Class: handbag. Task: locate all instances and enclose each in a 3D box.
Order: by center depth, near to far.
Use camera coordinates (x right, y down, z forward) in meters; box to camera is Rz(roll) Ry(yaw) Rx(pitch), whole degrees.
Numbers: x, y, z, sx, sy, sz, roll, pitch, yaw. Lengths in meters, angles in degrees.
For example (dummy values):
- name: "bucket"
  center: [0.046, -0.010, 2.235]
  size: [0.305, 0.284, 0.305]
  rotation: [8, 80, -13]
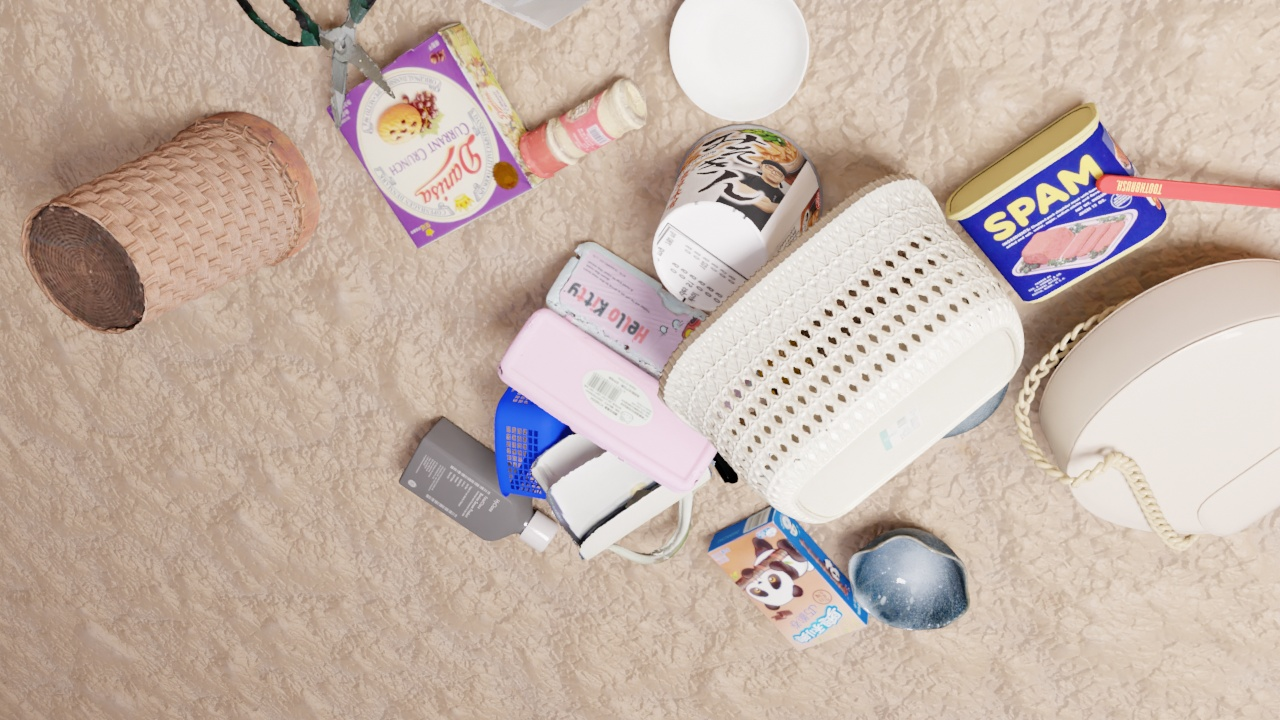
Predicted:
- name: "handbag"
  center: [0.403, 0.038, 0.643]
  size: [0.208, 0.103, 0.211]
  rotation: [21, 129, -18]
- name: "handbag"
  center: [0.001, 0.134, 0.866]
  size: [0.151, 0.074, 0.176]
  rotation: [-30, 123, -7]

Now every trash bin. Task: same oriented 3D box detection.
- name: "trash bin"
  center: [-0.414, -0.123, 0.829]
  size: [0.151, 0.209, 0.151]
  rotation: [10, 123, 15]

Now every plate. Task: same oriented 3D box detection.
- name: "plate"
  center: [0.075, -0.232, 0.679]
  size: [0.104, 0.026, 0.104]
  rotation: [10, 122, 16]

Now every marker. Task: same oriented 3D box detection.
- name: "marker"
  center: [0.057, 0.064, 0.871]
  size: [0.016, 0.022, 0.138]
  rotation: [-19, 113, 35]

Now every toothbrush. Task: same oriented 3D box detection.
- name: "toothbrush"
  center: [0.404, -0.105, 0.594]
  size: [0.212, 0.017, 0.012]
  rotation: [5, 109, 0]

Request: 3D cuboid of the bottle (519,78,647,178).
- name: "bottle"
  center: [-0.047, -0.187, 0.746]
  size: [0.109, 0.044, 0.044]
  rotation: [-21, 110, 30]

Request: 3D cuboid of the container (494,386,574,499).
- name: "container"
  center: [-0.098, 0.074, 0.896]
  size: [0.058, 0.096, 0.114]
  rotation: [8, 123, 11]

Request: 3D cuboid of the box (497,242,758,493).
- name: "box"
  center: [-0.005, 0.005, 0.794]
  size: [0.201, 0.038, 0.152]
  rotation: [33, 82, -2]

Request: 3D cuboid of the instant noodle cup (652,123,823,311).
- name: "instant noodle cup"
  center: [0.068, -0.103, 0.702]
  size: [0.124, 0.121, 0.124]
  rotation: [10, 123, 16]

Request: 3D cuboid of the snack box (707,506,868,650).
- name: "snack box"
  center: [0.149, 0.220, 0.923]
  size: [0.087, 0.034, 0.151]
  rotation: [-34, 103, 34]

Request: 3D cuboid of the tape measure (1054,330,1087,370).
- name: "tape measure"
  center: [0.352, 0.003, 0.707]
  size: [0.061, 0.034, 0.062]
  rotation: [-19, 125, 23]

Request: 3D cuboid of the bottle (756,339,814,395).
- name: "bottle"
  center: [0.138, 0.025, 0.795]
  size: [0.053, 0.053, 0.186]
  rotation: [-18, 112, 30]

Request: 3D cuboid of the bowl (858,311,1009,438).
- name: "bowl"
  center: [0.231, 0.022, 0.754]
  size: [0.137, 0.057, 0.137]
  rotation: [10, 123, 16]

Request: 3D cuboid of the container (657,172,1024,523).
- name: "container"
  center: [0.147, 0.000, 0.655]
  size: [0.246, 0.184, 0.143]
  rotation: [-41, 58, 9]

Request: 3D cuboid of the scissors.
- name: "scissors"
  center: [-0.272, -0.300, 0.765]
  size: [0.203, 0.015, 0.202]
  rotation: [18, 109, 21]

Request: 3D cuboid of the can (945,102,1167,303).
- name: "can"
  center: [0.294, -0.107, 0.650]
  size: [0.092, 0.056, 0.117]
  rotation: [46, 125, -11]

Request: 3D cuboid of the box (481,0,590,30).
- name: "box"
  center: [-0.059, -0.431, 0.660]
  size: [0.168, 0.421, 0.173]
  rotation: [-20, 147, 30]

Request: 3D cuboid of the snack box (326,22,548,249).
- name: "snack box"
  center: [-0.175, -0.190, 0.795]
  size: [0.144, 0.040, 0.148]
  rotation: [-20, 110, 31]

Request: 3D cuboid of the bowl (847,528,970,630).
- name: "bowl"
  center: [0.252, 0.194, 0.853]
  size: [0.110, 0.055, 0.110]
  rotation: [11, 123, 16]

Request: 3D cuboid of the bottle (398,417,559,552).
- name: "bottle"
  center: [-0.169, 0.146, 0.997]
  size: [0.174, 0.046, 0.084]
  rotation: [35, 126, -1]
